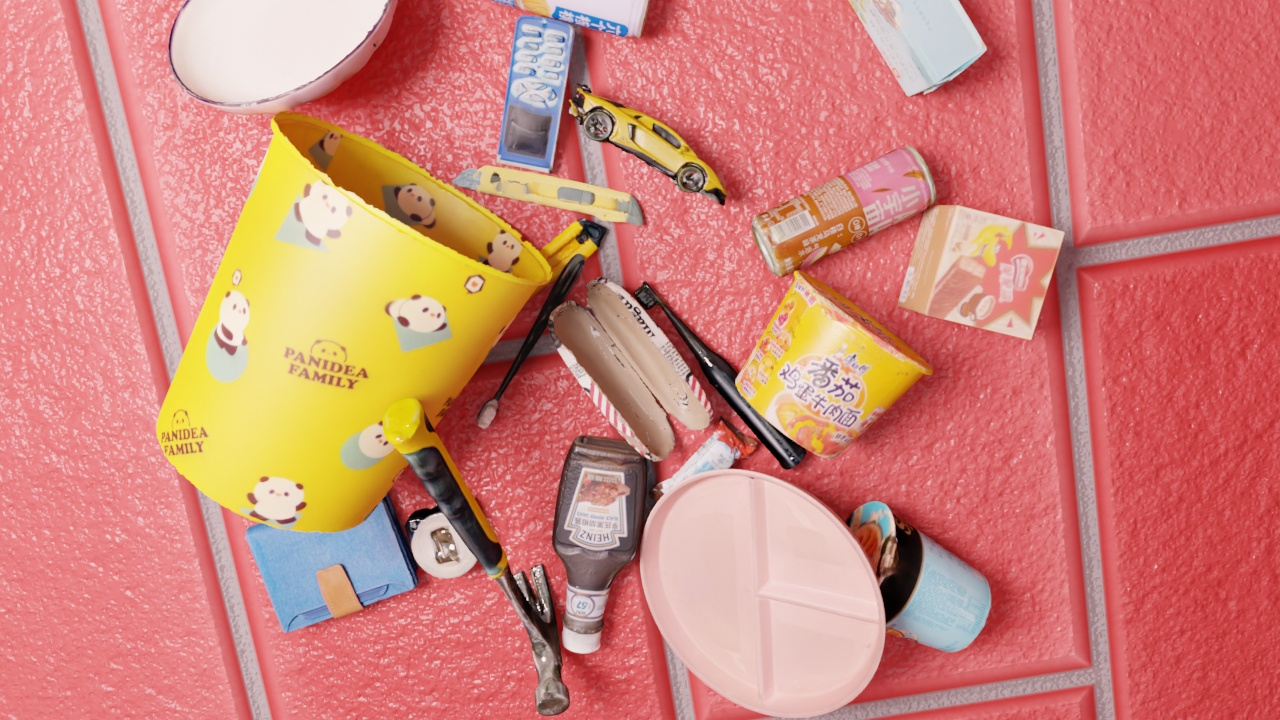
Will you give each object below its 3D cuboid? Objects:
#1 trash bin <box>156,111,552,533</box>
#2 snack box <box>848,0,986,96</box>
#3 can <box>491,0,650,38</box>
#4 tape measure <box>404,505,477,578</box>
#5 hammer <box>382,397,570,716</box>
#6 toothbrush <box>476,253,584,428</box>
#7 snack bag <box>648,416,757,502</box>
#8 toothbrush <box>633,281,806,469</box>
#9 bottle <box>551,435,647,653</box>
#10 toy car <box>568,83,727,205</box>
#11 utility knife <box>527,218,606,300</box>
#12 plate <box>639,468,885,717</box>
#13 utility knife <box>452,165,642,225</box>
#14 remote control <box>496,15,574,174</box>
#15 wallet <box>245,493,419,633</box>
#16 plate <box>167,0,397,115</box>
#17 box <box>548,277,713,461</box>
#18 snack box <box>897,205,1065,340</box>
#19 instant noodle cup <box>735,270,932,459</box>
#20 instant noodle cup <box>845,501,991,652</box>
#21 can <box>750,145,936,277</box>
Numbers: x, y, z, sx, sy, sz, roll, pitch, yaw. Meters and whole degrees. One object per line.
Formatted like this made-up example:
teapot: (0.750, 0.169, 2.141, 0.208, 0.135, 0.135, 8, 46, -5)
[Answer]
trash bin: (-0.231, -0.022, 0.718, 0.229, 0.229, 0.255, 32, 103, -5)
snack box: (0.204, -0.302, 0.743, 0.051, 0.074, 0.175, -34, 98, 4)
can: (-0.059, -0.305, 0.750, 0.134, 0.053, 0.053, 14, 98, -3)
tape measure: (-0.174, 0.162, 0.834, 0.066, 0.033, 0.066, -17, 98, 4)
hammer: (-0.124, 0.152, 0.737, 0.032, 0.126, 0.324, -19, 129, 1)
toothbrush: (-0.097, -0.016, 0.809, 0.015, 0.018, 0.181, 29, 100, -13)
snack bag: (0.056, 0.100, 0.829, 0.045, 0.026, 0.105, 42, 98, -15)
toothbrush: (0.070, 0.013, 0.816, 0.027, 0.026, 0.212, -42, 97, -2)
bottle: (-0.042, 0.168, 0.831, 0.080, 0.044, 0.195, 8, 100, -1)
toy car: (0.009, -0.178, 0.763, 0.156, 0.071, 0.041, 30, 101, -7)
utility knife: (-0.114, -0.054, 0.808, 0.209, 0.015, 0.033, -39, 97, 5)
plate: (0.102, 0.198, 0.790, 0.230, 0.028, 0.230, 11, 112, 30)
utility knife: (-0.079, -0.144, 0.797, 0.167, 0.018, 0.031, 9, 77, 2)
remote control: (-0.088, -0.222, 0.770, 0.049, 0.024, 0.125, 12, 110, -2)
wallet: (-0.280, 0.180, 0.835, 0.133, 0.040, 0.106, -19, 94, 3)
plate: (-0.275, -0.264, 0.725, 0.192, 0.039, 0.192, -6, 62, 11)
box: (-0.001, 0.002, 0.790, 0.088, 0.076, 0.162, -35, 96, 28)
snack box: (0.286, -0.076, 0.777, 0.094, 0.077, 0.093, 14, 98, -3)
instant noodle cup: (0.153, 0.007, 0.767, 0.138, 0.138, 0.110, 35, 105, -6)
instant noodle cup: (0.238, 0.200, 0.812, 0.120, 0.111, 0.111, 27, 98, -11)
can: (0.171, -0.126, 0.779, 0.147, 0.058, 0.058, -25, 98, 3)
